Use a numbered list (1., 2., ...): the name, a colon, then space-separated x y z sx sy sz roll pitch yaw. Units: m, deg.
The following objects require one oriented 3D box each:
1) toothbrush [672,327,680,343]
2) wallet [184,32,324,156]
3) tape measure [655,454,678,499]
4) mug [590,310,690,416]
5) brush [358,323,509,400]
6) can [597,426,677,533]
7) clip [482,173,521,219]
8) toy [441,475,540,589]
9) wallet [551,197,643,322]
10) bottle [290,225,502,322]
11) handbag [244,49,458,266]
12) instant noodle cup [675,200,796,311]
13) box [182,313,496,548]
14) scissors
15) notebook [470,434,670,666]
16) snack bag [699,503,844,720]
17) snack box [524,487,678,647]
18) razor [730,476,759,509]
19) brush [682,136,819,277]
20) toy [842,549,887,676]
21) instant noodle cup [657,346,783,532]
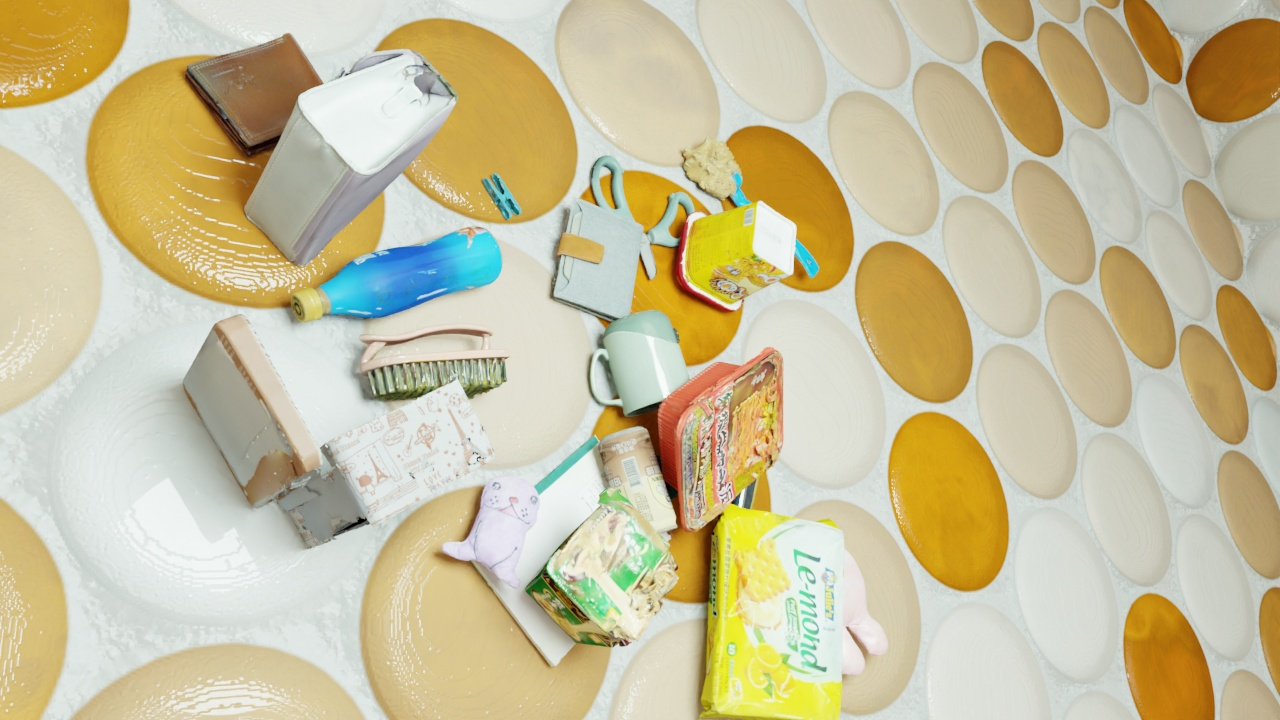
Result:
1. toothbrush: 0.059 0.060 1.109 0.027 0.026 0.212 -7 76 -25
2. wallet: -0.374 -0.269 0.921 0.101 0.032 0.124 53 50 -3
3. tape measure: 0.024 0.135 1.054 0.058 0.025 0.054 22 59 -27
4. mug: -0.006 0.006 1.055 0.111 0.082 0.106 -17 81 -8
5. brush: -0.208 0.001 0.914 0.145 0.063 0.073 -3 78 -35
6. can: -0.003 0.135 0.998 0.058 0.059 0.116 -9 75 -38
7. clip: -0.159 -0.189 1.056 0.045 0.014 0.057 -38 97 -38
8. toy: -0.139 0.160 0.902 0.084 0.039 0.107 27 56 -9
9. wallet: -0.049 -0.119 1.085 0.106 0.037 0.129 20 68 -28
10. bottle: -0.241 -0.083 0.919 0.218 0.065 0.065 -24 87 -40
11. handbag: -0.274 -0.192 0.854 0.098 0.198 0.144 51 50 -9
12. instant noodle cup: 0.125 -0.137 1.161 0.116 0.124 0.115 25 62 -35
13. box: -0.256 0.049 0.784 0.157 0.181 0.197 -31 92 -38
14. scissors: -0.006 -0.194 1.169 0.181 0.019 0.169 48 53 -12
15. notebook: -0.070 0.193 0.970 0.208 0.012 0.150 -40 96 -40
16. snack bag: 0.146 0.288 1.032 0.158 0.068 0.246 12 70 -16
17. snack box: -0.047 0.214 0.900 0.117 0.106 0.118 48 49 -5
18. razor: 0.129 0.132 1.120 0.067 0.062 0.167 47 50 -53
19. brush: 0.158 -0.211 1.271 0.254 0.046 0.082 44 49 -7
20. toy: 0.238 0.302 1.123 0.121 0.054 0.159 -23 81 -33
21. instant noodle cup: 0.086 0.078 1.019 0.188 0.079 0.165 -32 132 -37
